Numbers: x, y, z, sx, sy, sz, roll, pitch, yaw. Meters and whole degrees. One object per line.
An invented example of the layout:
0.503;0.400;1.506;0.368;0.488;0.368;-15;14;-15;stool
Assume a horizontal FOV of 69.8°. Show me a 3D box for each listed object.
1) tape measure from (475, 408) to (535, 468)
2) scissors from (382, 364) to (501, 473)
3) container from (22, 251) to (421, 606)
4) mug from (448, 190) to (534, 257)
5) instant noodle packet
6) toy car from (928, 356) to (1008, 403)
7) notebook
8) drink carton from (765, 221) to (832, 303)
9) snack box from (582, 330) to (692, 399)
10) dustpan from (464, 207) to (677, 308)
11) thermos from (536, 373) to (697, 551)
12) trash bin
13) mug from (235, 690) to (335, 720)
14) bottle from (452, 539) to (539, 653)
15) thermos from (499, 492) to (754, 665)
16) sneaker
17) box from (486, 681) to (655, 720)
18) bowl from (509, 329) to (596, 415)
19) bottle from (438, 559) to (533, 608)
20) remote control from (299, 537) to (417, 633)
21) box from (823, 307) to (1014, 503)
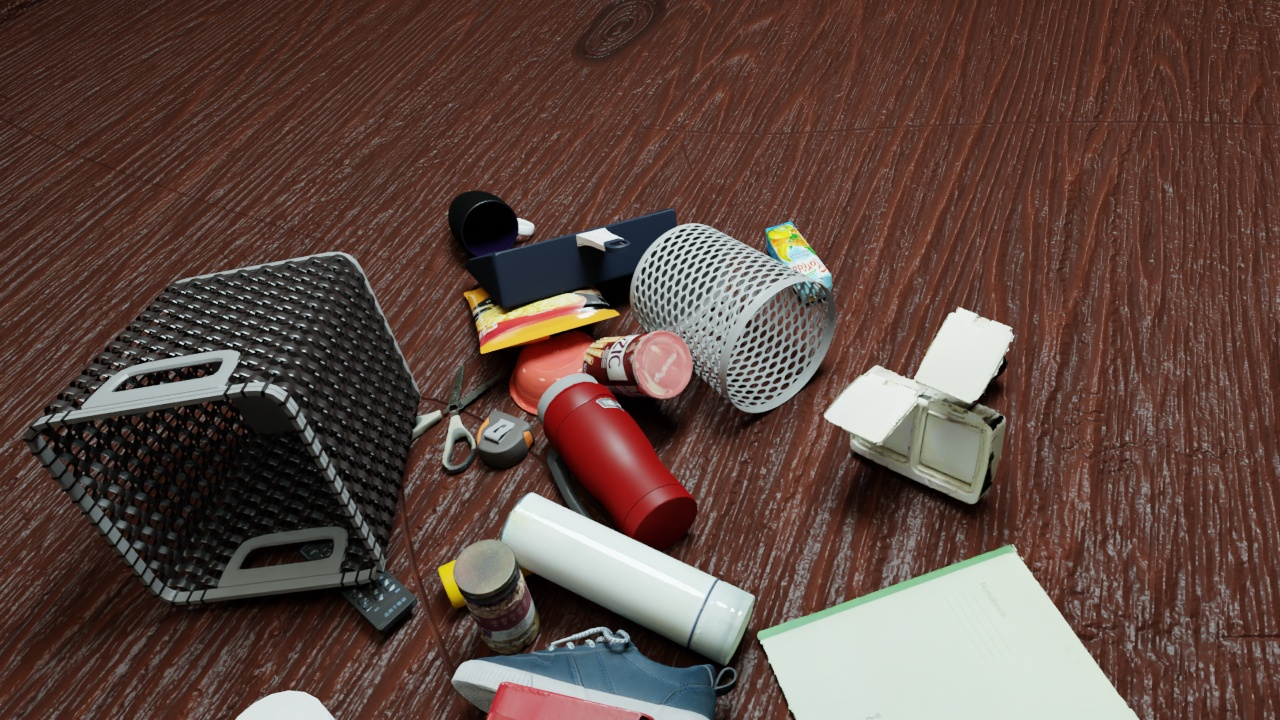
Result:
-0.153;0.085;1.009;0.058;0.038;0.058;19;52;27;tape measure
-0.226;0.069;1.058;0.157;0.013;0.171;-17;45;-7;scissors
-0.380;0.060;0.919;0.247;0.246;0.243;-9;37;9;container
-0.211;-0.195;1.283;0.118;0.085;0.100;1;22;-31;mug
-0.130;-0.070;1.129;0.159;0.032;0.220;-16;26;-9;instant noodle packet
0.338;0.023;0.967;0.100;0.049;0.051;-37;49;-25;toy car
0.248;0.265;0.770;0.252;0.010;0.181;-17;44;-6;notebook
0.198;-0.123;1.149;0.044;0.039;0.128;-17;44;-7;drink carton
-0.006;0.006;0.998;0.072;0.072;0.121;-38;18;-25;snack box
-0.073;-0.140;1.117;0.236;0.080;0.273;-17;29;-20;dustpan
-0.036;0.110;0.939;0.108;0.084;0.198;-49;50;9;thermos
0.095;-0.055;1.022;0.156;0.157;0.183;-32;46;-21;trash bin
-0.267;0.333;0.745;0.121;0.090;0.090;0;45;11;mug
-0.128;0.214;0.827;0.056;0.105;0.056;-6;44;5;bottle
-0.014;0.194;0.823;0.230;0.068;0.067;23;53;14;thermos
-0.040;0.269;0.770;0.236;0.089;0.087;8;50;11;sneaker
-0.045;0.311;0.678;0.129;0.158;0.087;10;53;22;box
-0.094;0.004;1.074;0.130;0.045;0.130;-6;45;6;bowl
-0.121;0.191;0.893;0.143;0.043;0.043;-23;46;-12;bottle
-0.281;0.218;0.915;0.150;0.022;0.047;29;57;35;remote control
0.249;0.047;0.847;0.144;0.188;0.104;23;38;37;box
